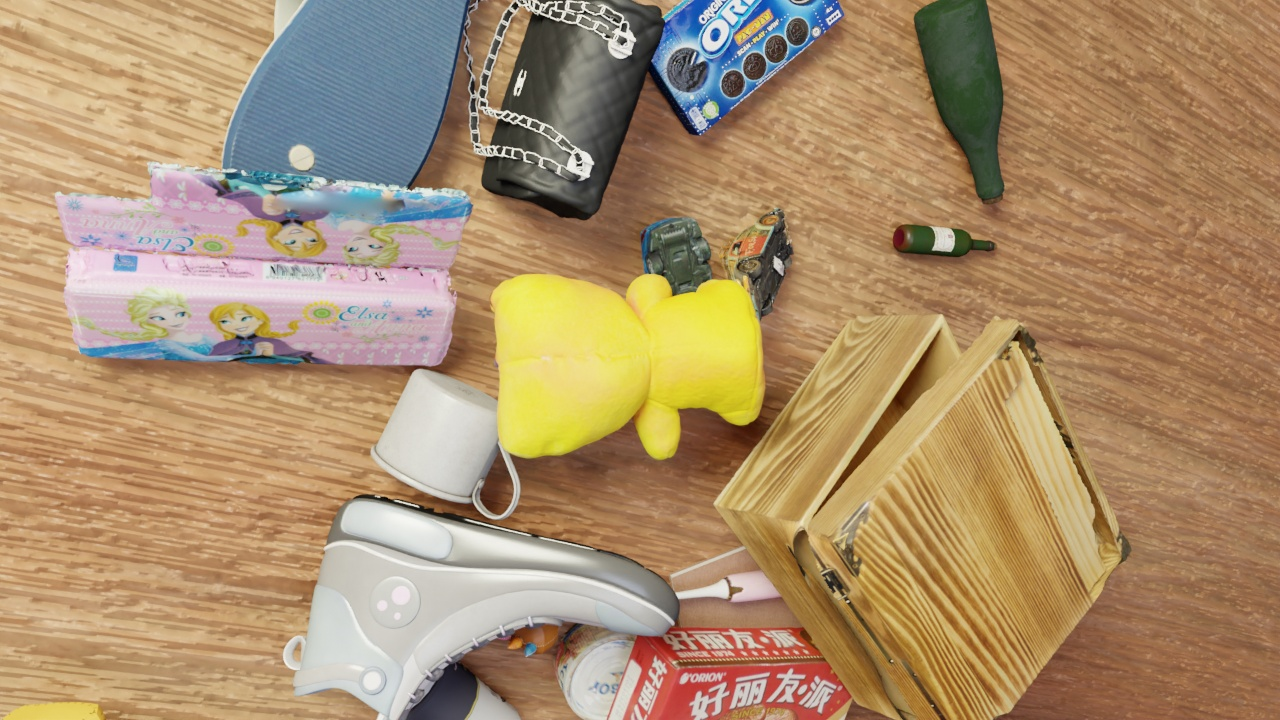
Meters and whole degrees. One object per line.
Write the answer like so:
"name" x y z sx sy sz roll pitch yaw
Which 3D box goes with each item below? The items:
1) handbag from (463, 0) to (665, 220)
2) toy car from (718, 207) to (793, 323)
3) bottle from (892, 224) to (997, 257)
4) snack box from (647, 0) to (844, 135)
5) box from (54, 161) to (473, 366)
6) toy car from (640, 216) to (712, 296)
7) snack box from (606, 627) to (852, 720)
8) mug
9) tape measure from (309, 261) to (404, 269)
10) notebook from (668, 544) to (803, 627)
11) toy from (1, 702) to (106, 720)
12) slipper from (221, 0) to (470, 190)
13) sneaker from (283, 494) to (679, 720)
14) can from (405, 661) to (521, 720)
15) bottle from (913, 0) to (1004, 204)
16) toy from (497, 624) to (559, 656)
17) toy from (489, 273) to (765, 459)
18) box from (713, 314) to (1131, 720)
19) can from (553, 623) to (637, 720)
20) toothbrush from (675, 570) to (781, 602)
"handbag" -0.060 -0.176 0.596 0.114 0.125 0.154 19 98 -25
"toy car" 0.087 -0.076 0.723 0.111 0.047 0.047 -61 139 -44
"bottle" 0.270 -0.104 0.806 0.106 0.025 0.025 1 105 -22
"snack box" 0.074 -0.247 0.682 0.150 0.027 0.082 -41 116 -6
"box" -0.226 -0.052 0.569 0.230 0.035 0.160 2 145 -22
"toy car" 0.032 -0.053 0.716 0.056 0.043 0.120 -19 110 -16
"snack box" 0.087 0.297 0.802 0.236 0.060 0.113 13 101 -37
"mug" -0.128 0.060 0.656 0.113 0.084 0.070 27 92 12
"tape measure" -0.198 -0.075 0.624 0.068 0.030 0.059 -36 116 0
"notebook" 0.110 0.265 0.864 0.141 0.008 0.209 -18 112 -16
"toy" -0.370 0.360 0.638 0.246 0.141 0.268 -11 127 -20
"slipper" -0.172 -0.209 0.581 0.118 0.060 0.295 19 96 -29
"sneaker" -0.110 0.196 0.644 0.257 0.093 0.160 15 72 1
"can" -0.144 0.289 0.740 0.064 0.064 0.127 -42 116 -5
"bottle" 0.274 -0.210 0.759 0.055 0.055 0.174 -30 116 -11
"toy" -0.114 0.204 0.702 0.102 0.090 0.071 -27 129 -47
"toy" -0.004 0.004 0.636 0.193 0.087 0.134 -3 87 -15
"box" 0.233 0.142 0.748 0.246 0.176 0.279 -48 120 -24
"can" -0.029 0.265 0.790 0.086 0.043 0.086 -5 107 -19
"toothbrush" 0.106 0.202 0.822 0.222 0.027 0.027 -2 78 -22
